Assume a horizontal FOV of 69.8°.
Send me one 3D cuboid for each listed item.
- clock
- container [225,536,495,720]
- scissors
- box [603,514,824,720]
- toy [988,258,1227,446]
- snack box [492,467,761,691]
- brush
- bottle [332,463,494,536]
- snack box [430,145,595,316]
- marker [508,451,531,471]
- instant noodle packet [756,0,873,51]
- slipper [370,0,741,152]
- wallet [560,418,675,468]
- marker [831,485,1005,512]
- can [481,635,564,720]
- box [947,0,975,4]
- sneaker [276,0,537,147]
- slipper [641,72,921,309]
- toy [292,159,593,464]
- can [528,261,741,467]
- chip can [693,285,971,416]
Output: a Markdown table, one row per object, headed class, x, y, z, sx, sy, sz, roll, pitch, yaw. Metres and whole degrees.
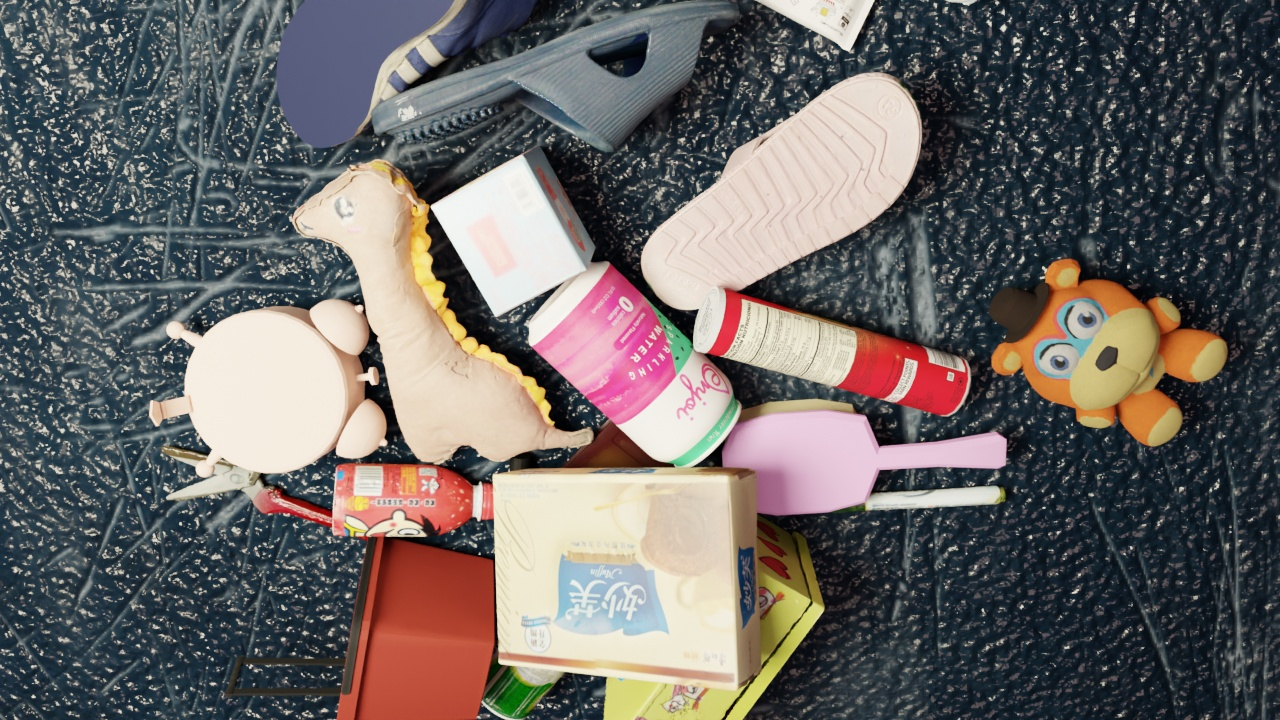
| class | x | y | z | sx | sy | sz | roll | pitch | yaw |
| --- | --- | --- | --- | --- | --- | --- | --- | --- | --- |
| clock | -0.292 | 0.024 | 0.733 | 0.160 | 0.086 | 0.131 | -8 | 98 | -4 |
| container | -0.228 | 0.222 | 0.759 | 0.200 | 0.148 | 0.127 | 9 | 114 | -14 |
| scissors | -0.307 | 0.100 | 0.796 | 0.196 | 0.015 | 0.179 | 41 | 104 | -11 |
| box | 0.058 | 0.241 | 0.777 | 0.083 | 0.124 | 0.221 | 32 | 103 | -9 |
| toy | 0.352 | -0.009 | 0.711 | 0.176 | 0.096 | 0.112 | 26 | 107 | 5 |
| snack box | -0.014 | 0.161 | 0.706 | 0.208 | 0.055 | 0.153 | -3 | 87 | 27 |
| brush | 0.182 | 0.076 | 0.761 | 0.229 | 0.043 | 0.089 | -4 | 107 | 3 |
| bottle | -0.186 | 0.118 | 0.773 | 0.137 | 0.062 | 0.062 | 4 | 108 | -15 |
| snack box | -0.092 | -0.099 | 0.687 | 0.079 | 0.094 | 0.093 | -26 | 105 | 10 |
| marker | -0.109 | 0.150 | 0.804 | 0.019 | 0.019 | 0.146 | 6 | 107 | 0 |
| instant noodle packet | 0.110 | -0.292 | 0.657 | 0.134 | 0.026 | 0.087 | 23 | 106 | -6 |
| slipper | -0.051 | -0.181 | 0.644 | 0.263 | 0.101 | 0.082 | -19 | 105 | -4 |
| wallet | -0.004 | 0.109 | 0.791 | 0.115 | 0.018 | 0.091 | 41 | 103 | -12 |
| marker | 0.237 | 0.119 | 0.787 | 0.146 | 0.017 | 0.017 | -3 | 107 | 2 |
| can | -0.092 | 0.253 | 0.811 | 0.067 | 0.067 | 0.121 | 35 | 104 | -9 |
| box | 0.162 | -0.347 | 0.615 | 0.211 | 0.105 | 0.130 | 21 | 137 | -8 |
| sneaker | -0.162 | -0.246 | 0.664 | 0.234 | 0.118 | 0.091 | -28 | 99 | 44 |
| slipper | 0.104 | -0.123 | 0.693 | 0.240 | 0.064 | 0.094 | -33 | 107 | 28 |
| toy | -0.145 | -0.030 | 0.707 | 0.196 | 0.065 | 0.265 | -5 | 121 | 0 |
| can | -0.004 | 0.004 | 0.720 | 0.166 | 0.088 | 0.088 | 44 | 103 | -11 |
| chip can | 0.151 | -0.005 | 0.716 | 0.214 | 0.051 | 0.052 | 15 | 107 | -13 |
